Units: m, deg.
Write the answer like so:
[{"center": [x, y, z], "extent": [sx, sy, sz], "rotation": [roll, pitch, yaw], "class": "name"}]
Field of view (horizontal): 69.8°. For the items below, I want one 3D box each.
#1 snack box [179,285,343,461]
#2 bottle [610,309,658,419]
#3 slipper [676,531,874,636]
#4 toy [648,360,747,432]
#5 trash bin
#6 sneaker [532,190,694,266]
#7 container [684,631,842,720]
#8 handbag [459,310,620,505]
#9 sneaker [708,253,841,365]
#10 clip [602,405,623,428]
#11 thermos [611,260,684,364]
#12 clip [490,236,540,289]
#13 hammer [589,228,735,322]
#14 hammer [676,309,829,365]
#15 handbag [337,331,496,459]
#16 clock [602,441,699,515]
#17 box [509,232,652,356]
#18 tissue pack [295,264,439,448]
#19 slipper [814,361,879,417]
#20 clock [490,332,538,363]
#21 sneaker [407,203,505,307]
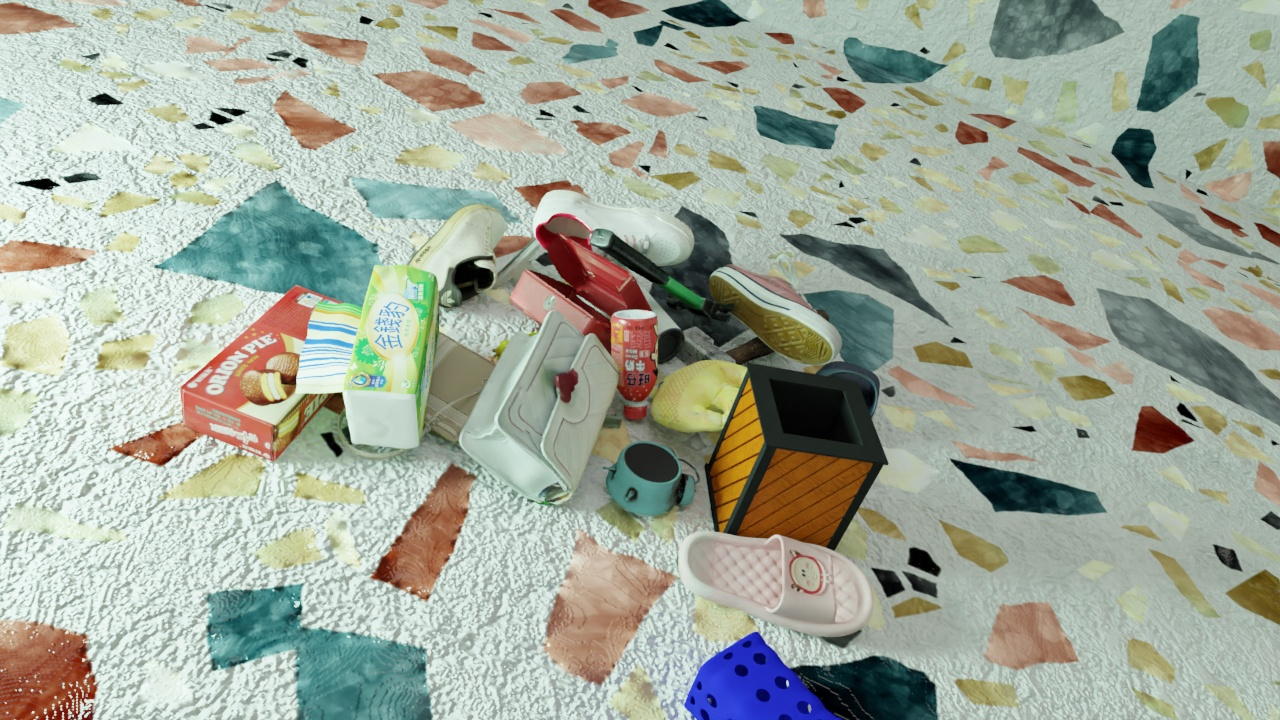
[{"center": [-0.417, 0.008, 1.077], "extent": [0.113, 0.060, 0.235], "rotation": [20, 36, 2], "class": "snack box"}, {"center": [-0.007, 0.007, 1.184], "extent": [0.062, 0.138, 0.062], "rotation": [-1, 17, 0], "class": "bottle"}, {"center": [0.149, 0.235, 1.008], "extent": [0.221, 0.056, 0.106], "rotation": [13, 48, -2], "class": "slipper"}, {"center": [0.081, 0.048, 1.210], "extent": [0.155, 0.065, 0.170], "rotation": [13, 30, 36], "class": "toy"}, {"center": [0.174, 0.123, 1.076], "extent": [0.139, 0.172, 0.139], "rotation": [9, 37, -11], "class": "trash bin"}, {"center": [-0.043, -0.172, 1.332], "extent": [0.236, 0.091, 0.104], "rotation": [16, 39, -3], "class": "sneaker"}, {"center": [0.111, 0.329, 0.855], "extent": [0.084, 0.085, 0.113], "rotation": [-18, 48, -37], "class": "container"}, {"center": [-0.104, 0.054, 1.071], "extent": [0.142, 0.096, 0.198], "rotation": [41, 42, -22], "class": "handbag"}, {"center": [0.210, -0.079, 1.353], "extent": [0.087, 0.118, 0.241], "rotation": [-32, 51, -27], "class": "sneaker"}, {"center": [-0.063, 0.071, 1.175], "extent": [0.075, 0.023, 0.061], "rotation": [-6, 41, -32], "class": "clip"}, {"center": [-0.021, -0.089, 1.363], "extent": [0.067, 0.068, 0.230], "rotation": [-11, 44, -33], "class": "thermos"}, {"center": [-0.182, -0.140, 1.376], "extent": [0.043, 0.102, 0.054], "rotation": [49, 3, 31], "class": "clip"}, {"center": [0.028, -0.115, 1.279], "extent": [0.130, 0.032, 0.318], "rotation": [21, -3, 33], "class": "hammer"}, {"center": [0.222, -0.006, 1.382], "extent": [0.218, 0.037, 0.299], "rotation": [40, 41, 27], "class": "hammer"}, {"center": [-0.277, 0.049, 1.102], "extent": [0.176, 0.062, 0.197], "rotation": [29, 46, 16], "class": "handbag"}, {"center": [0.019, 0.138, 1.094], "extent": [0.124, 0.053, 0.090], "rotation": [-9, 44, -36], "class": "clock"}, {"center": [-0.079, -0.069, 1.258], "extent": [0.157, 0.137, 0.127], "rotation": [32, 80, 34], "class": "box"}, {"center": [-0.311, -0.009, 1.044], "extent": [0.141, 0.120, 0.197], "rotation": [5, 44, -7], "class": "tissue pack"}, {"center": [0.282, 0.056, 1.287], "extent": [0.101, 0.083, 0.262], "rotation": [23, 37, 11], "class": "slipper"}, {"center": [-0.140, 0.007, 1.194], "extent": [0.118, 0.057, 0.083], "rotation": [-8, 45, -39], "class": "clock"}, {"center": [-0.242, -0.150, 1.329], "extent": [0.102, 0.089, 0.240], "rotation": [17, 40, 14], "class": "sneaker"}]
